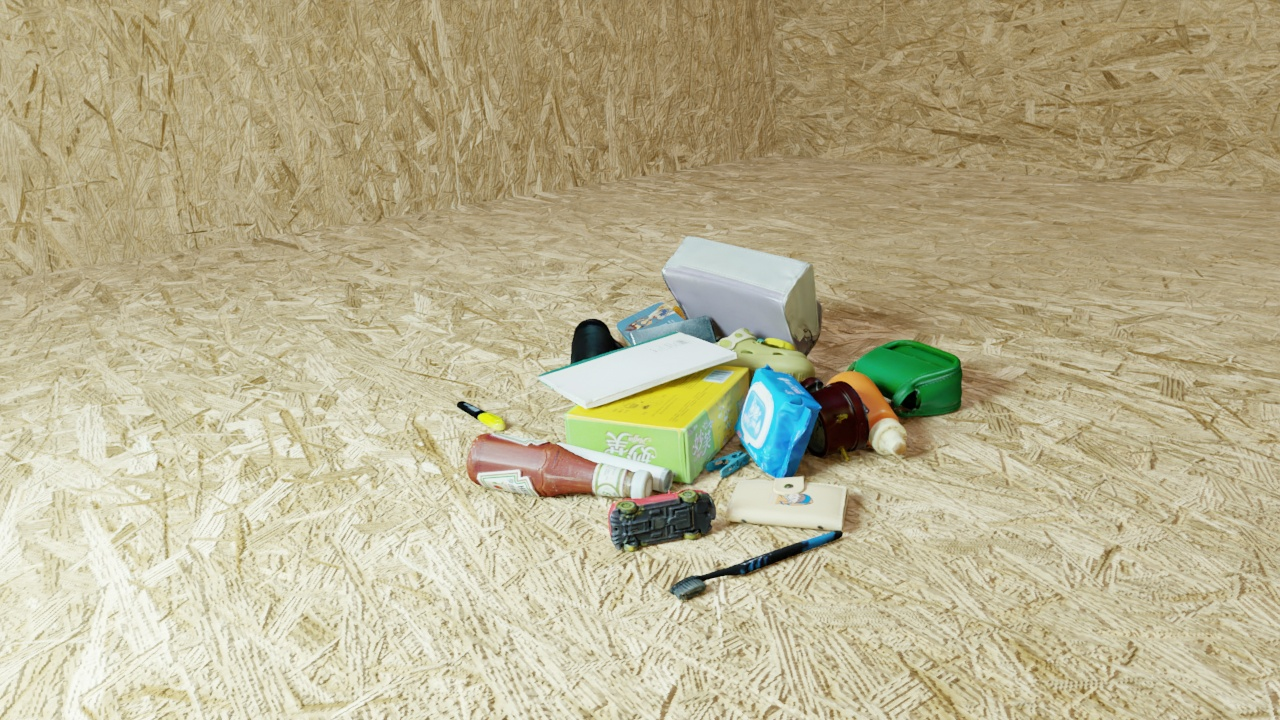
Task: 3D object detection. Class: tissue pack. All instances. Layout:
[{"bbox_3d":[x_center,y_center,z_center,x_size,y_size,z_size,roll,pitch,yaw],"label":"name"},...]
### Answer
[{"bbox_3d":[0.150,0.066,1.040,0.052,0.095,0.157,13,15,-13],"label":"tissue pack"}]

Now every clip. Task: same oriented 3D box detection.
[{"bbox_3d":[0.101,0.116,1.037,0.055,0.014,0.039,-19,25,-39],"label":"clip"}]

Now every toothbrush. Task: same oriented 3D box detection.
[{"bbox_3d":[-0.069,0.111,1.033,0.221,0.027,0.026,11,11,23],"label":"toothbrush"},{"bbox_3d":[0.111,0.185,0.837,0.189,0.014,0.016,-12,22,-25],"label":"toothbrush"}]

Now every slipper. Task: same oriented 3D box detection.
[{"bbox_3d":[0.137,-0.007,1.222,0.190,0.081,0.092,4,-20,5],"label":"slipper"}]

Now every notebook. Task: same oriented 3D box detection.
[{"bbox_3d":[-0.007,0.007,1.146,0.208,0.012,0.150,-18,20,-23],"label":"notebook"}]

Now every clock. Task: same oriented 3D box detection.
[{"bbox_3d":[0.214,0.065,1.061,0.055,0.082,0.122,-16,24,-15],"label":"clock"}]

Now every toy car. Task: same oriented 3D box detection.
[{"bbox_3d":[0.021,0.153,0.893,0.106,0.049,0.031,-9,21,-9],"label":"toy car"}]

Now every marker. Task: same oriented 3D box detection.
[{"bbox_3d":[-0.215,0.071,1.227,0.018,0.015,0.124,-13,19,-34],"label":"marker"}]

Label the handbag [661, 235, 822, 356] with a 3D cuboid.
[{"bbox_3d":[0.147,-0.087,1.287,0.197,0.145,0.098,20,57,32],"label":"handbag"}]

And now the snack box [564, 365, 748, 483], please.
[{"bbox_3d":[0.026,0.066,1.109,0.158,0.070,0.209,5,21,25],"label":"snack box"}]

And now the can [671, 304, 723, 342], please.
[{"bbox_3d":[0.094,-0.047,1.442,0.058,0.058,0.146,-11,20,-20],"label":"can"}]

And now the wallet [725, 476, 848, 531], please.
[{"bbox_3d":[0.151,0.143,0.935,0.115,0.024,0.087,1,18,17],"label":"wallet"}]

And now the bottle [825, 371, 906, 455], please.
[{"bbox_3d":[0.270,0.068,1.080,0.066,0.067,0.149,-8,27,-12],"label":"bottle"}]

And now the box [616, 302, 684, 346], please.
[{"bbox_3d":[0.029,-0.027,1.367,0.089,0.060,0.184,-28,21,-8],"label":"box"}]

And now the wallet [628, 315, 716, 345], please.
[{"bbox_3d":[0.052,-0.006,1.270,0.120,0.097,0.019,-12,-11,-12],"label":"wallet"}]

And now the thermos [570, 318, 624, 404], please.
[{"bbox_3d":[-0.057,0.001,1.327,0.090,0.068,0.242,15,17,-7],"label":"thermos"}]

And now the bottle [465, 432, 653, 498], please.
[{"bbox_3d":[-0.088,0.121,0.996,0.206,0.060,0.059,8,22,18],"label":"bottle"}]

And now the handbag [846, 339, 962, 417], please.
[{"bbox_3d":[0.338,0.028,1.178,0.120,0.068,0.131,-19,24,-19],"label":"handbag"}]
